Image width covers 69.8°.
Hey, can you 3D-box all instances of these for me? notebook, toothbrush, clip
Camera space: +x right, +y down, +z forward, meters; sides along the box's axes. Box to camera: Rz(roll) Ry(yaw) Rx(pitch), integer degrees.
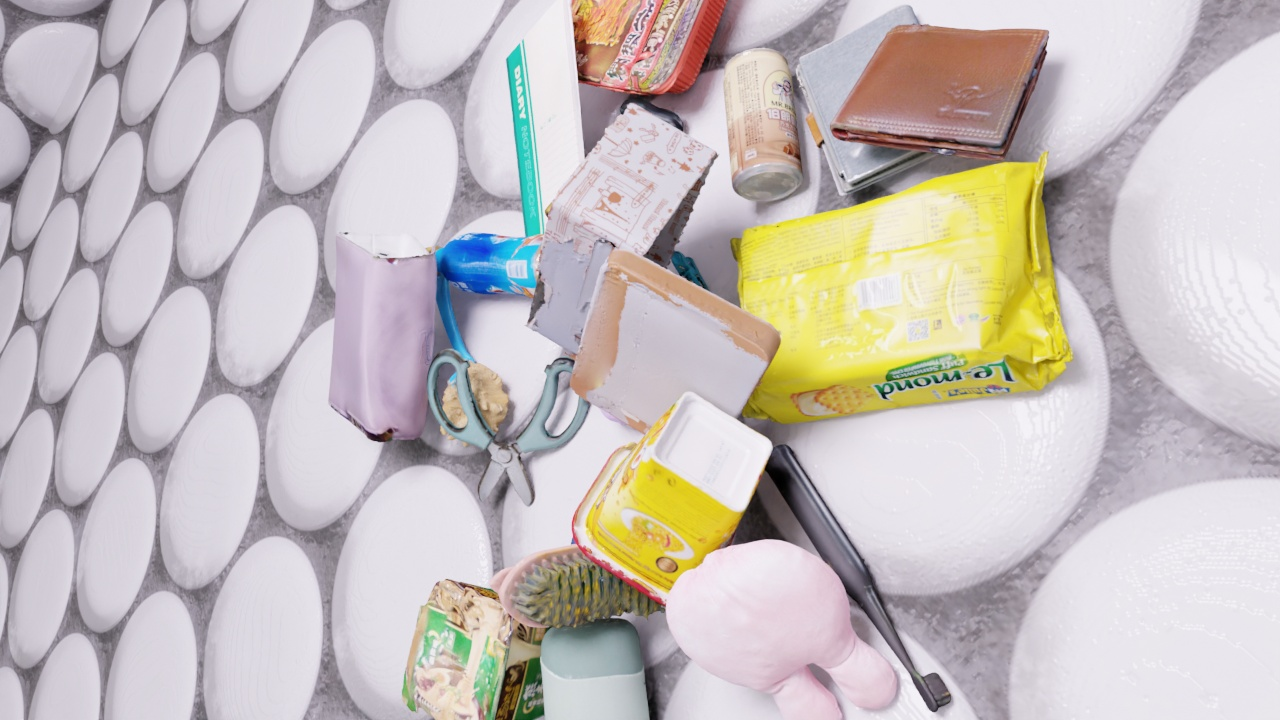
[{"bbox_3d":[-0.094,-0.230,0.910,0.151,0.012,0.209,-14,81,60],"label":"notebook"},{"bbox_3d":[0.148,0.148,0.648,0.026,0.027,0.212,93,152,-51],"label":"toothbrush"},{"bbox_3d":[0.045,-0.073,0.803,0.014,0.045,0.057,-41,57,21],"label":"clip"}]

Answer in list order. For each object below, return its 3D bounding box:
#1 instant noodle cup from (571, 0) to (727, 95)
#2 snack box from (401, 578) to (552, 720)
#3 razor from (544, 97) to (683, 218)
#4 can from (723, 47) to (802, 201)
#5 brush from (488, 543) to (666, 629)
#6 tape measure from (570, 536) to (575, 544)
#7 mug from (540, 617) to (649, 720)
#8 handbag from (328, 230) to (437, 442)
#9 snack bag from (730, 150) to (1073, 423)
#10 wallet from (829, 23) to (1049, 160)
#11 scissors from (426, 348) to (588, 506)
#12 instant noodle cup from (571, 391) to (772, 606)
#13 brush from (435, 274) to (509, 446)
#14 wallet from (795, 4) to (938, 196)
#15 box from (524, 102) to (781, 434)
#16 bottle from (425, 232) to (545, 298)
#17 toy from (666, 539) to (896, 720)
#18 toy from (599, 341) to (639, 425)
[{"bbox_3d":[0.006,-0.327,0.873,0.189,0.079,0.164,26,95,42],"label":"instant noodle cup"},{"bbox_3d":[-0.120,0.255,0.790,0.118,0.105,0.117,10,86,43],"label":"snack box"},{"bbox_3d":[-0.027,-0.177,0.827,0.062,0.067,0.167,6,46,45],"label":"razor"},{"bbox_3d":[0.101,-0.196,0.767,0.059,0.058,0.116,-17,67,36],"label":"can"},{"bbox_3d":[-0.042,0.172,0.719,0.073,0.145,0.063,10,103,60],"label":"brush"},{"bbox_3d":[-0.034,0.162,0.797,0.054,0.025,0.058,27,91,44],"label":"tape measure"},{"bbox_3d":[-0.041,0.270,0.742,0.112,0.082,0.106,129,137,-59],"label":"mug"},{"bbox_3d":[-0.266,-0.029,0.964,0.145,0.098,0.197,34,121,57],"label":"handbag"},{"bbox_3d":[0.172,-0.045,0.657,0.247,0.068,0.158,-12,70,37],"label":"snack bag"},{"bbox_3d":[0.209,-0.189,0.642,0.125,0.032,0.101,16,68,33],"label":"wallet"},{"bbox_3d":[-0.117,0.049,0.871,0.181,0.019,0.170,-27,91,13],"label":"scissors"},{"bbox_3d":[0.028,0.098,0.669,0.116,0.115,0.124,33,135,2],"label":"instant noodle cup"},{"bbox_3d":[-0.195,-0.015,0.977,0.083,0.045,0.254,-42,49,25],"label":"brush"},{"bbox_3d":[0.182,-0.201,0.715,0.107,0.037,0.129,-23,63,21],"label":"wallet"},{"bbox_3d":[0.022,-0.060,0.710,0.198,0.181,0.157,30,56,6],"label":"box"},{"bbox_3d":[-0.156,-0.100,0.954,0.219,0.065,0.065,8,82,42],"label":"bottle"},{"bbox_3d":[0.095,0.189,0.621,0.121,0.159,0.054,-38,11,24],"label":"toy"},{"bbox_3d":[-0.005,0.005,0.811,0.084,0.039,0.108,2,76,18],"label":"toy"}]
